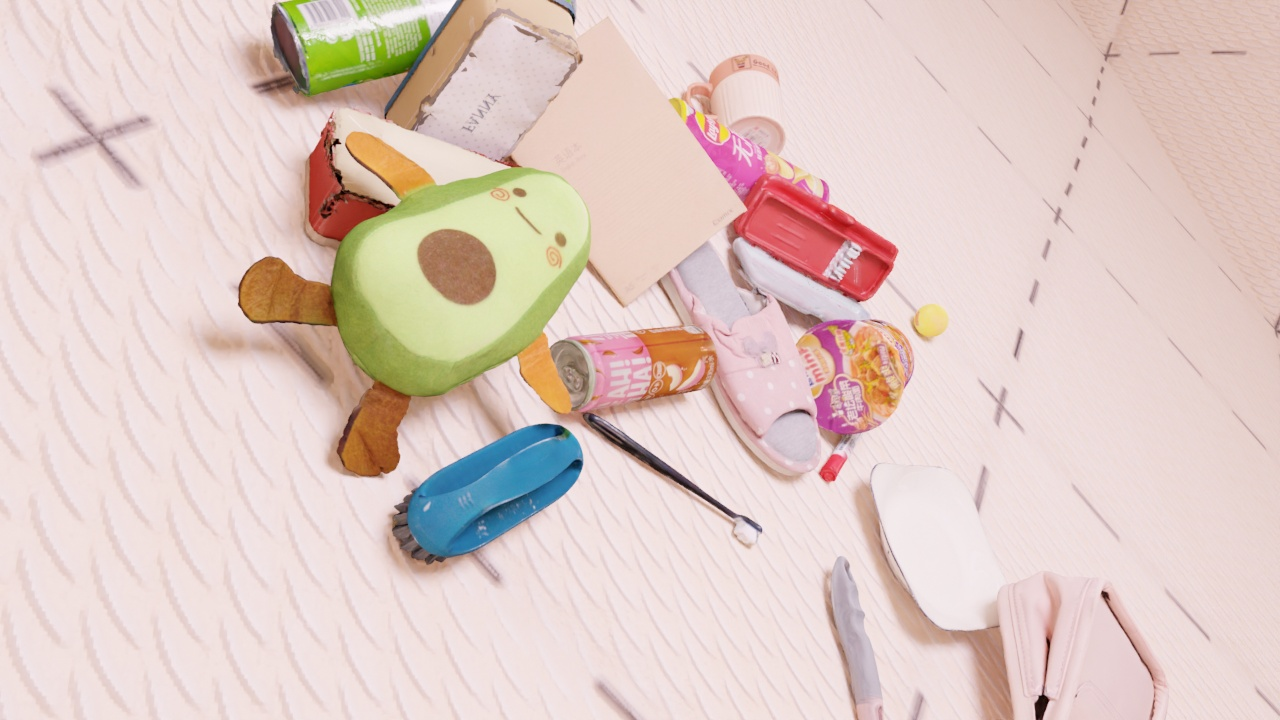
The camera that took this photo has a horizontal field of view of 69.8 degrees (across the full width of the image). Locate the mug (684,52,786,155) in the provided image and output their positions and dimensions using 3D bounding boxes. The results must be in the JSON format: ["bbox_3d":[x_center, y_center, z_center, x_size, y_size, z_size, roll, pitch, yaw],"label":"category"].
[{"bbox_3d":[0.108,-0.288,1.053,0.114,0.082,0.105,4,54,-8],"label":"mug"}]

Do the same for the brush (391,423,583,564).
[{"bbox_3d":[-0.086,0.078,0.586,0.143,0.074,0.055,-26,86,-49],"label":"brush"}]

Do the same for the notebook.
[{"bbox_3d":[-0.021,-0.174,0.808,0.149,0.012,0.211,-40,100,-15],"label":"notebook"}]

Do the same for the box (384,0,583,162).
[{"bbox_3d":[-0.120,-0.212,0.698,0.089,0.185,0.060,16,46,-40],"label":"box"}]

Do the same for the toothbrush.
[{"bbox_3d":[0.026,0.093,0.722,0.181,0.016,0.018,37,50,-15],"label":"toothbrush"}]

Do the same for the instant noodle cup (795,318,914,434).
[{"bbox_3d":[0.214,0.008,0.894,0.111,0.112,0.099,57,31,10],"label":"instant noodle cup"}]

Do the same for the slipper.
[{"bbox_3d":[0.094,-0.023,0.843,0.114,0.055,0.274,-9,66,-46],"label":"slipper"}]

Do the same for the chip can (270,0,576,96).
[{"bbox_3d":[-0.167,-0.270,0.728,0.235,0.072,0.072,-25,77,-28],"label":"chip can"}]

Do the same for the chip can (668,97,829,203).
[{"bbox_3d":[0.105,-0.203,0.981,0.210,0.072,0.071,20,48,-31],"label":"chip can"}]

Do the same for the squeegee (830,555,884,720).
[{"bbox_3d":[0.186,0.270,0.710,0.247,0.040,0.249,30,35,-44],"label":"squeegee"}]

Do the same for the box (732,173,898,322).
[{"bbox_3d":[0.193,-0.099,0.965,0.201,0.119,0.098,23,14,-29],"label":"box"}]

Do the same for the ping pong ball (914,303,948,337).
[{"bbox_3d":[0.351,-0.048,1.106,0.040,0.040,0.040,24,46,-27],"label":"ping pong ball"}]

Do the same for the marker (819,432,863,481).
[{"bbox_3d":[0.207,0.075,0.899,0.017,0.017,0.144,49,40,0],"label":"marker"}]

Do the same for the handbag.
[{"bbox_3d":[0.378,0.324,0.797,0.193,0.094,0.233,47,50,-26],"label":"handbag"}]

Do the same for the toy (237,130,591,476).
[{"bbox_3d":[-0.122,-0.050,0.598,0.246,0.090,0.227,-42,105,-32],"label":"toy"}]

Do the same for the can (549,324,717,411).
[{"bbox_3d":[-0.004,0.004,0.730,0.147,0.058,0.058,-8,65,-45],"label":"can"}]

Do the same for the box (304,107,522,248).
[{"bbox_3d":[-0.154,-0.123,0.680,0.168,0.076,0.091,13,53,-36],"label":"box"}]

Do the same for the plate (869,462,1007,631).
[{"bbox_3d":[0.277,0.177,0.867,0.163,0.034,0.164,9,55,-38],"label":"plate"}]
